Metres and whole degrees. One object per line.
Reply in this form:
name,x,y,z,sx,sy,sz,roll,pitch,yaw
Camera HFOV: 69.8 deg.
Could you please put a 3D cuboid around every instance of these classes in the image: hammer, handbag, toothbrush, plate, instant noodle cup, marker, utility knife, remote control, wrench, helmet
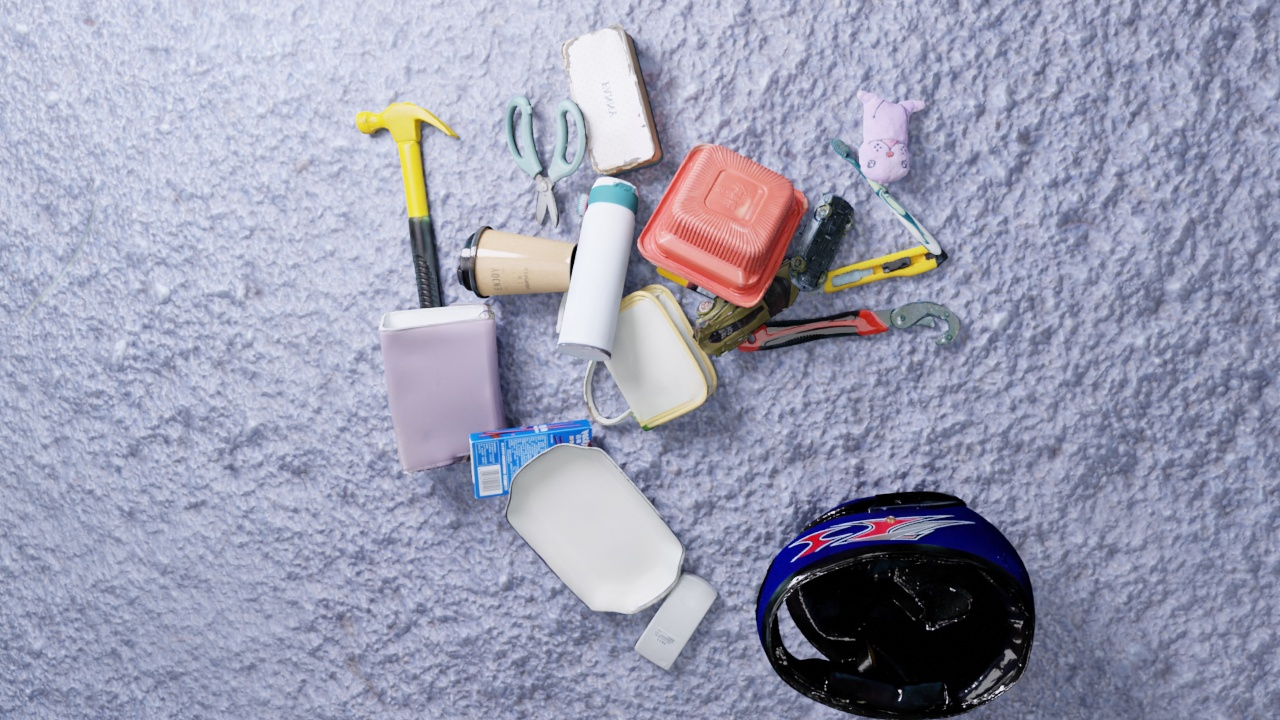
hammer,-0.290,-0.186,1.205,0.129,0.032,0.301,-4,98,11
handbag,-0.251,0.032,1.184,0.145,0.098,0.197,-5,110,-7
toothbrush,0.296,-0.199,1.105,0.016,0.018,0.191,-42,85,2
plate,-0.057,0.217,1.195,0.162,0.034,0.266,-37,107,10
instant noodle cup,0.105,-0.174,1.081,0.164,0.079,0.188,26,66,3
marker,0.078,-0.093,1.166,0.124,0.015,0.018,26,127,3
handbag,-0.007,0.007,1.180,0.179,0.063,0.163,-29,93,27
utility knife,0.289,-0.109,1.126,0.174,0.015,0.033,-15,92,11
remote control,0.048,0.349,1.235,0.056,0.019,0.135,31,102,4
toothbrush,-0.089,-0.125,1.189,0.017,0.016,0.188,16,101,15
wrench,0.255,-0.039,1.143,0.274,0.016,0.056,-4,93,10
helmet,0.282,0.272,1.066,0.315,0.240,0.247,3,98,-1

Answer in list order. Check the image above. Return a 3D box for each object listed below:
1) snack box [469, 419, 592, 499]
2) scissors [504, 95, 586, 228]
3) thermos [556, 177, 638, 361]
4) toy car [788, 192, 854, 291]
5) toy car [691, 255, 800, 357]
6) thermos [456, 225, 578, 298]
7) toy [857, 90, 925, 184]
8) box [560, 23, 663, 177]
snack box,-0.140,0.128,1.191,0.157,0.026,0.085,-6,115,-13
scissors,-0.131,-0.257,1.160,0.169,0.019,0.178,35,127,24
thermos,-0.050,-0.115,1.123,0.073,0.073,0.224,9,77,8
toy car,0.217,-0.144,1.114,0.037,0.054,0.120,28,98,50
toy car,0.133,-0.067,1.126,0.158,0.042,0.070,-38,127,1
thermos,-0.150,-0.121,1.158,0.143,0.093,0.093,5,99,11
toy,0.293,-0.262,1.088,0.084,0.039,0.108,5,86,-5
box,-0.032,-0.310,1.129,0.090,0.062,0.184,-12,98,12
